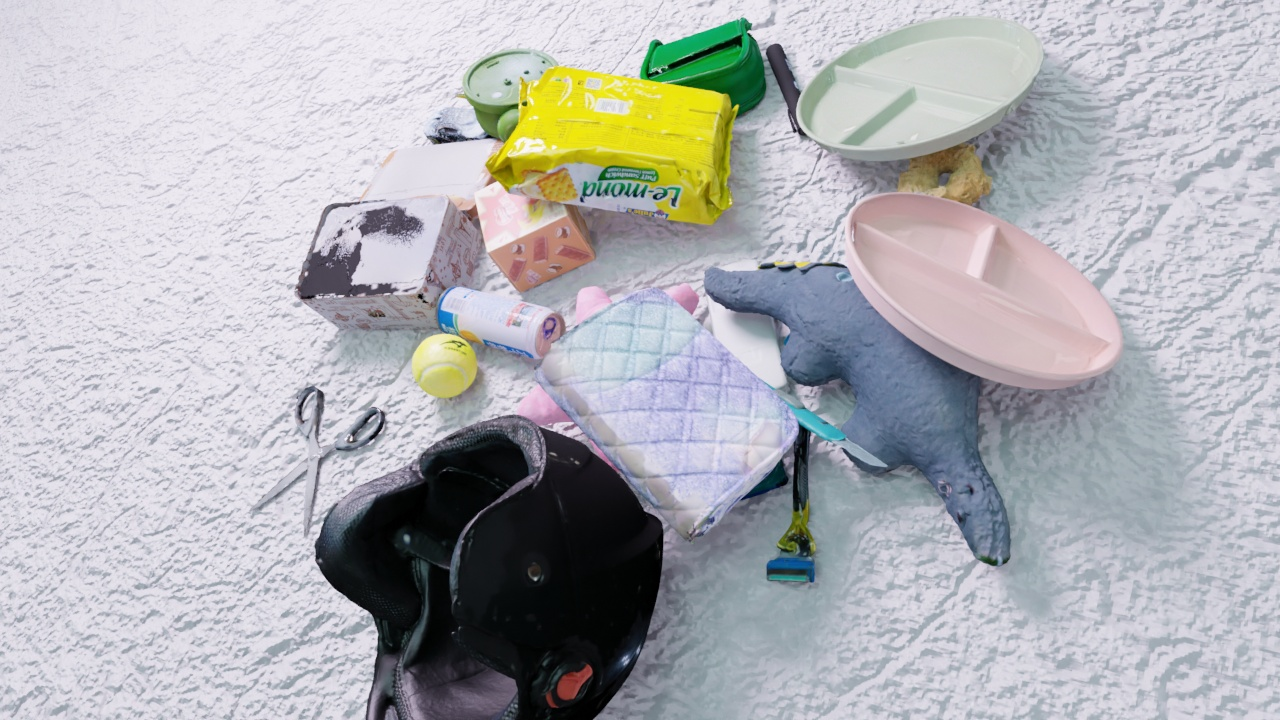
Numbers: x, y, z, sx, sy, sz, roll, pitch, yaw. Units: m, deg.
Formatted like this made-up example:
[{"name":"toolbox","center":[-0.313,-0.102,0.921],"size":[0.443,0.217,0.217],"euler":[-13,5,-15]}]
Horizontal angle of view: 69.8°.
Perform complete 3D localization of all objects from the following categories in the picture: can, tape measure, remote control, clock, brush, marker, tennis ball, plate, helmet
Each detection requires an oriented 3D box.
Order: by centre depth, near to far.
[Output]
[{"name":"helmet","center":[-0.103,0.181,0.694],"size":[0.234,0.230,0.274],"euler":[-2,72,51]},{"name":"plate","center":[0.265,-0.058,0.724],"size":[0.229,0.028,0.229],"euler":[12,40,-11]},{"name":"tape measure","center":[0.093,0.090,0.786],"size":[0.058,0.025,0.054],"euler":[-19,57,11]},{"name":"brush","center":[0.222,-0.104,0.837],"size":[0.254,0.046,0.083],"euler":[-47,56,-3]},{"name":"remote control","center":[0.097,-0.027,0.855],"size":[0.058,0.021,0.149],"euler":[-16,57,14]},{"name":"plate","center":[0.266,-0.263,0.887],"size":[0.230,0.027,0.229],"euler":[-16,40,14]},{"name":"tennis ball","center":[-0.199,0.006,0.934],"size":[0.065,0.065,0.065],"euler":[-10,58,17]},{"name":"can","center":[-0.144,-0.039,0.944],"size":[0.135,0.053,0.053],"euler":[15,68,29]},{"name":"marker","center":[0.159,-0.292,0.987],"size":[0.022,0.020,0.131],"euler":[-16,57,6]},{"name":"clock","center":[-0.138,-0.306,1.083],"size":[0.116,0.056,0.161],"euler":[-35,56,-20]}]

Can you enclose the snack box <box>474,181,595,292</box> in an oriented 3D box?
[{"name":"snack box","center":[-0.113,-0.144,0.978],"size":[0.094,0.077,0.092],"euler":[-24,55,9]}]

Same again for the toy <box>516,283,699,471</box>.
[{"name":"toy","center":[-0.005,0.005,0.848],"size":[0.179,0.075,0.194],"euler":[20,70,23]}]

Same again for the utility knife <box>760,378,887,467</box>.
[{"name":"utility knife","center":[0.127,0.039,0.759],"size":[0.193,0.029,0.013],"euler":[36,121,43]}]

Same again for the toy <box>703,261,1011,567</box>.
[{"name":"toy","center":[0.194,0.005,0.749],"size":[0.138,0.091,0.356],"euler":[-43,58,7]}]

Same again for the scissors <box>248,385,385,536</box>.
[{"name":"scissors","center":[-0.349,0.099,0.975],"size":[0.177,0.014,0.159],"euler":[-40,54,-2]}]

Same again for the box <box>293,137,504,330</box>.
[{"name":"box","center":[-0.266,-0.164,1.052],"size":[0.178,0.088,0.261],"euler":[1,63,23]}]

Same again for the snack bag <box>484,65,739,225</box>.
[{"name":"snack bag","center":[-0.020,-0.227,0.939],"size":[0.246,0.068,0.157],"euler":[9,53,4]}]

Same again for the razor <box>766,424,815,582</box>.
[{"name":"razor","center":[0.130,0.111,0.753],"size":[0.043,0.022,0.142],"euler":[-8,66,36]}]

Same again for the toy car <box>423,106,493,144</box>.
[{"name":"toy car","center":[-0.224,-0.294,1.142],"size":[0.106,0.031,0.048],"euler":[10,67,27]}]

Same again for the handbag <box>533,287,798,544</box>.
[{"name":"handbag","center":[0.023,0.040,0.750],"size":[0.134,0.076,0.194],"euler":[-34,69,-29]}]

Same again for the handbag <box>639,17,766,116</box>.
[{"name":"handbag","center":[0.071,-0.323,1.019],"size":[0.131,0.068,0.120],"euler":[-10,51,18]}]
